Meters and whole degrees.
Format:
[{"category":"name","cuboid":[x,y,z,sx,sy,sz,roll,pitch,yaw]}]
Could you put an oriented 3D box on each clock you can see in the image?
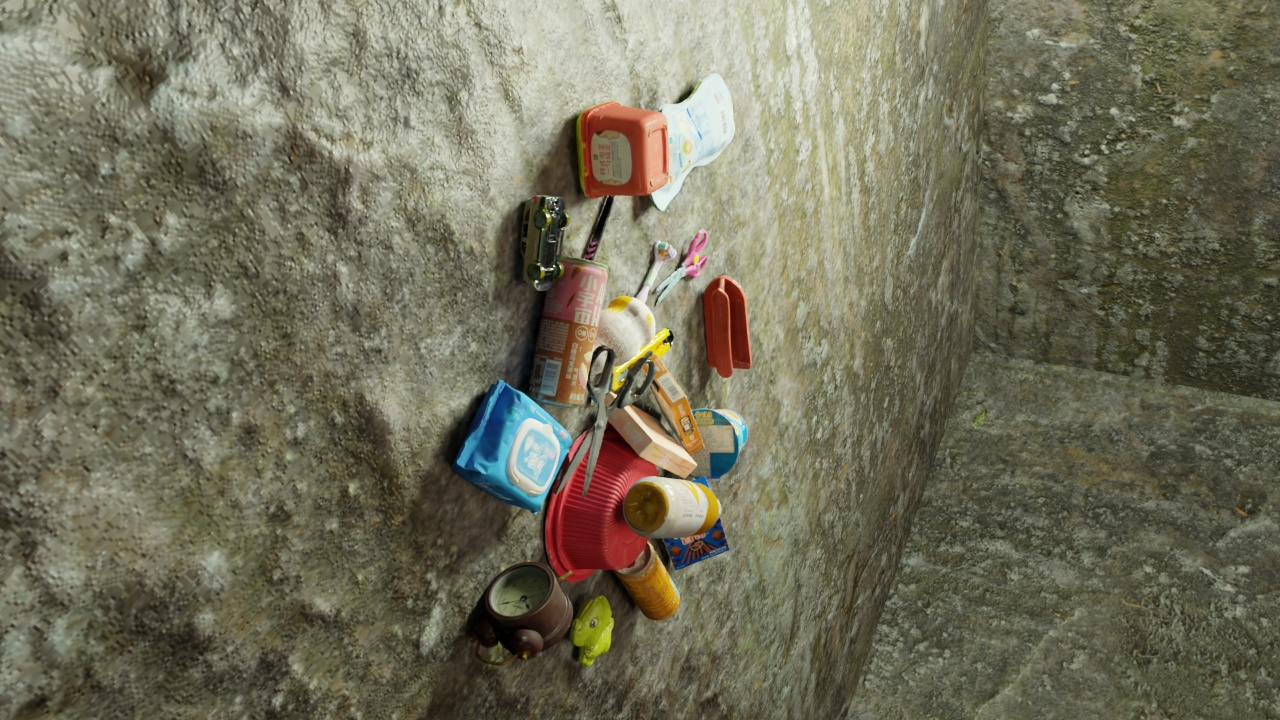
[{"category":"clock","cuboid":[-0.120,0.258,0.925,0.121,0.082,0.055,-53,139,-41]}]

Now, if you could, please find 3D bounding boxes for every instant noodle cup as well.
[{"category":"instant noodle cup","cuboid":[-0.033,0.172,1.073,0.193,0.066,0.194,-31,127,-54]},{"category":"instant noodle cup","cuboid":[0.104,0.109,1.288,0.109,0.099,0.099,-14,113,-69]}]

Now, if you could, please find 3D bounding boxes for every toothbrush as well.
[{"category":"toothbrush","cuboid":[-0.048,-0.130,0.979,0.017,0.014,0.189,33,70,-48]},{"category":"toothbrush","cuboid":[-0.004,-0.061,1.084,0.188,0.029,0.021,-65,-172,-22]}]

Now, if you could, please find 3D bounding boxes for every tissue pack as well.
[{"category":"tissue pack","cuboid":[-0.118,0.089,0.891,0.094,0.052,0.157,-68,151,-18]}]

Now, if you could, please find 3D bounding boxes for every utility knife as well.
[{"category":"utility knife","cuboid":[-0.007,0.006,1.109,0.192,0.015,0.033,-39,132,-49]}]

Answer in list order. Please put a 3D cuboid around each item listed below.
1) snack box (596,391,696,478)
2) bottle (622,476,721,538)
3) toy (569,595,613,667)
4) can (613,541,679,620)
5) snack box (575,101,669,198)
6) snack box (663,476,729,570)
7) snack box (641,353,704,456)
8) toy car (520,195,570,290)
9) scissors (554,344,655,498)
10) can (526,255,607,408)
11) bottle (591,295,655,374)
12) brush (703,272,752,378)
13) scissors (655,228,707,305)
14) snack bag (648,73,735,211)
[{"category":"snack box","cuboid":[0.010,0.091,1.099,0.026,0.084,0.157,-45,152,5]},{"category":"bottle","cuboid":[0.045,0.174,1.076,0.189,0.068,0.068,21,82,-63]},{"category":"toy","cuboid":[-0.058,0.328,1.125,0.096,0.031,0.100,-23,125,-57]},{"category":"can","cuboid":[0.007,0.287,1.203,0.058,0.058,0.146,-62,149,-28]},{"category":"snack box","cuboid":[-0.017,-0.212,0.932,0.081,0.080,0.091,-39,134,-50]},{"category":"snack box","cuboid":[0.069,0.229,1.276,0.026,0.084,0.157,-112,-178,-45]},{"category":"snack box","cuboid":[0.041,0.058,1.139,0.026,0.075,0.154,-31,150,-4]},{"category":"toy car","cuboid":[-0.094,-0.112,0.875,0.042,0.035,0.090,-14,114,-59]},{"category":"scissors","cuboid":[-0.040,0.061,0.976,0.170,0.014,0.159,-33,127,-25]},{"category":"can","cuboid":[-0.073,-0.029,0.922,0.057,0.058,0.147,9,93,-63]},{"category":"bottle","cuboid":[-0.035,-0.021,0.996,0.108,0.063,0.063,-42,138,-29]},{"category":"brush","cuboid":[0.119,-0.050,1.274,0.069,0.063,0.146,-63,150,-54]},{"category":"scissors","cuboid":[0.053,-0.107,1.184,0.137,0.017,0.077,-54,153,-31]},{"category":"snack bag","cuboid":[0.056,-0.264,1.097,0.190,0.039,0.110,-46,144,-43]}]
